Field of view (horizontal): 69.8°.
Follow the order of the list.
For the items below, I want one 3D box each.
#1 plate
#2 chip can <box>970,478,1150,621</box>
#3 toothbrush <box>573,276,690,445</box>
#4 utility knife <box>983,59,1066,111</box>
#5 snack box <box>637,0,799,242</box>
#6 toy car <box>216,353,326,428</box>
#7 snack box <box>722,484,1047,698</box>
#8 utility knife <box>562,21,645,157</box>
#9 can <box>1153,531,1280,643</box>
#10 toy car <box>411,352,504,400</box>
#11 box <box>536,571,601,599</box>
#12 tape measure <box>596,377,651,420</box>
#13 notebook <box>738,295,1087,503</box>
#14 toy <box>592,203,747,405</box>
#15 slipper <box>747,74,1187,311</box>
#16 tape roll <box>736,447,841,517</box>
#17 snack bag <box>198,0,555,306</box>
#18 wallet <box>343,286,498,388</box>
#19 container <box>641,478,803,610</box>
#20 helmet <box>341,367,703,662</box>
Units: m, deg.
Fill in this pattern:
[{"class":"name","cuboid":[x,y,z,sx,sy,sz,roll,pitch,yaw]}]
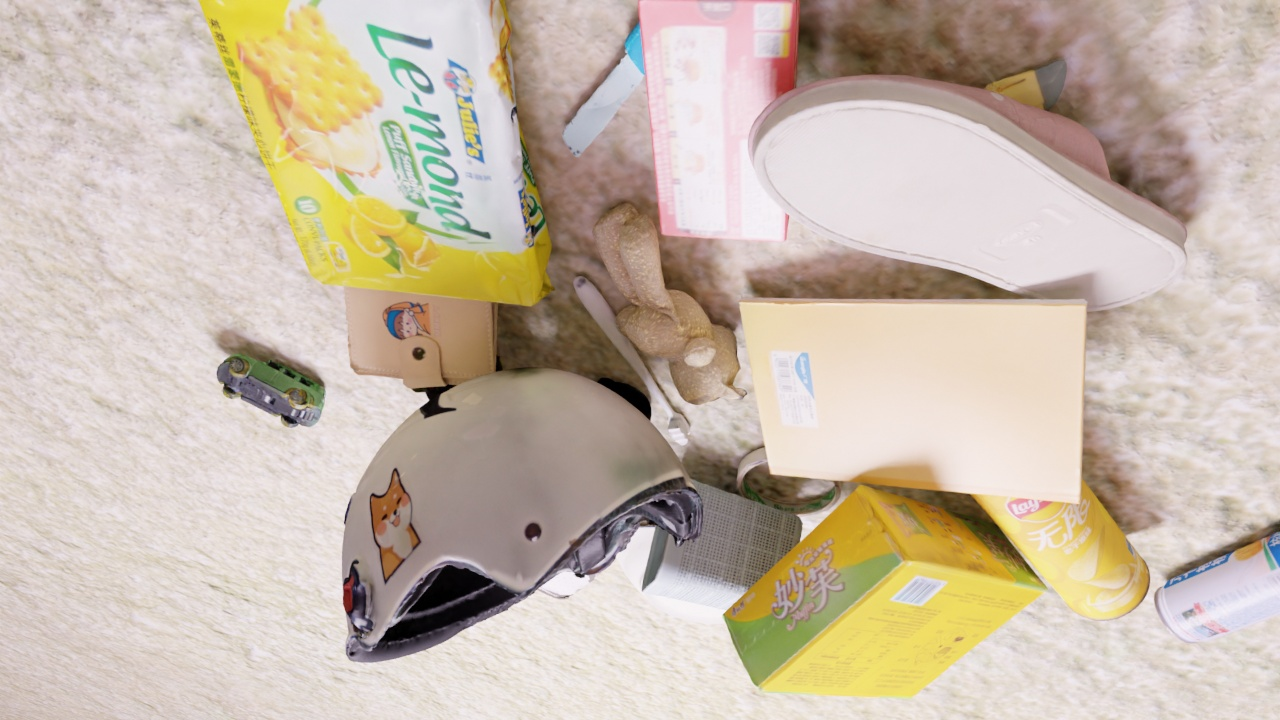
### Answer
[{"class":"plate","cuboid":[0.056,0.214,0.888,0.164,0.034,0.164,-8,135,24]},{"class":"chip can","cuboid":[0.302,0.113,0.679,0.072,0.071,0.213,-24,128,35]},{"class":"toothbrush","cuboid":[-0.004,0.004,0.683,0.016,0.016,0.180,-16,131,22]},{"class":"utility knife","cuboid":[0.126,-0.113,0.513,0.216,0.022,0.031,-20,127,25]},{"class":"snack box","cuboid":[0.044,-0.128,0.490,0.075,0.025,0.153,5,141,12]},{"class":"toy car","cuboid":[-0.311,0.024,0.776,0.091,0.036,0.043,27,138,-16]},{"class":"snack box","cuboid":[0.189,0.186,0.703,0.209,0.070,0.158,19,121,-40]},{"class":"utility knife","cuboid":[0.018,-0.176,0.476,0.034,0.018,0.219,31,138,-19]},{"class":"can","cuboid":[0.472,0.175,0.712,0.053,0.053,0.135,25,138,-12]},{"class":"toy car","cuboid":[-0.133,0.039,0.739,0.071,0.041,0.156,-1,132,16]},{"class":"box","cuboid":[-0.123,0.153,0.852,0.184,0.061,0.090,32,136,-17]},{"class":"tape measure","cuboid":[-0.021,0.046,0.717,0.058,0.039,0.057,28,137,-16]},{"class":"notebook","cuboid":[0.172,0.024,0.590,0.207,0.010,0.146,2,122,27]},{"class":"toy","cuboid":[0.019,-0.033,0.609,0.105,0.066,0.157,18,148,49]},{"class":"slipper","cuboid":[0.180,-0.090,0.487,0.274,0.054,0.114,15,149,-23]},{"class":"tape roll","cuboid":[0.123,0.101,0.757,0.086,0.013,0.086,8,138,7]},{"class":"snack bag","cuboid":[-0.139,-0.136,0.526,0.158,0.068,0.247,6,139,10]},{"class":"wallet","cuboid":[-0.160,-0.020,0.670,0.115,0.024,0.087,4,107,10]},{"class":"container","cuboid":[0.069,0.161,0.770,0.111,0.090,0.090,16,157,-2]},{"class":"helmet","cuboid":[-0.102,0.096,0.642,0.275,0.156,0.229,-31,163,36]}]
